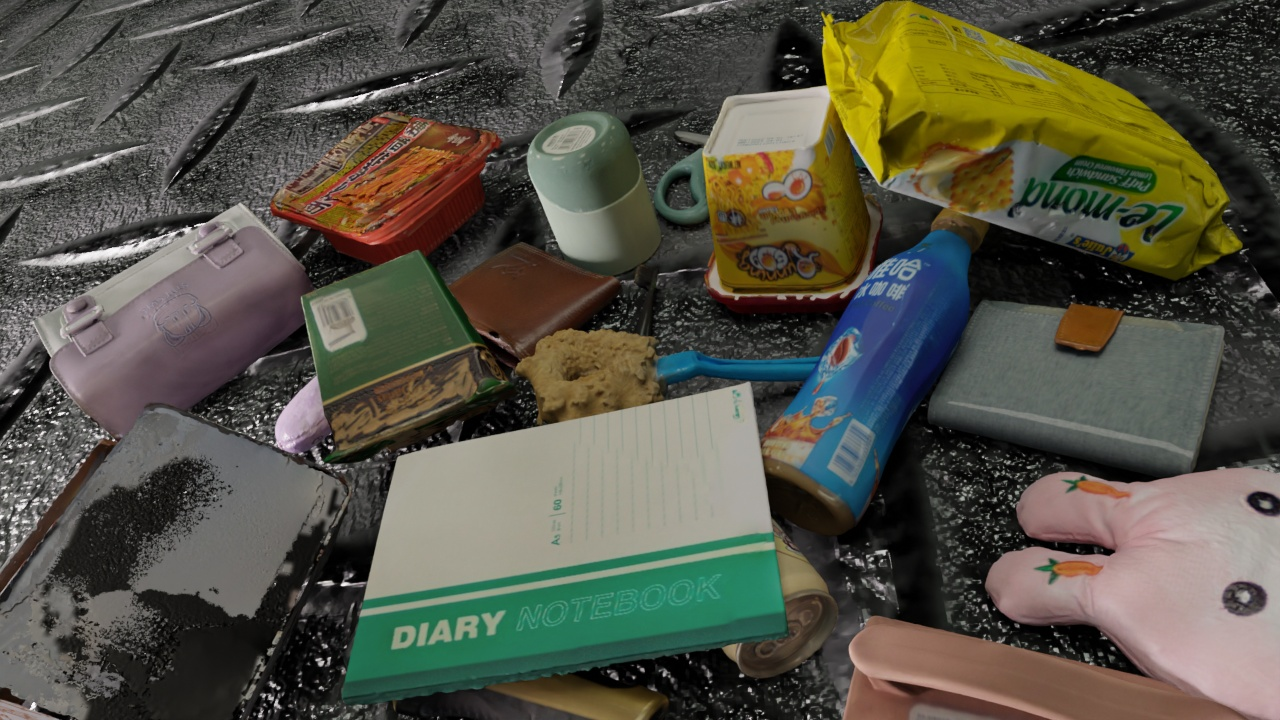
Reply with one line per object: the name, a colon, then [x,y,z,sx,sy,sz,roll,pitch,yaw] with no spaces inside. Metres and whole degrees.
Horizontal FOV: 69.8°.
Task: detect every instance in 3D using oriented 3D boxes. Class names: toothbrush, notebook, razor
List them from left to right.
razor: [-0.066,0.155,0.457,0.168,0.062,0.067,8,78,23]
notebook: [-0.039,0.087,0.460,0.209,0.012,0.150,-12,42,10]
toothbrush: [-0.004,0.004,0.615,0.027,0.026,0.212,21,43,-13]

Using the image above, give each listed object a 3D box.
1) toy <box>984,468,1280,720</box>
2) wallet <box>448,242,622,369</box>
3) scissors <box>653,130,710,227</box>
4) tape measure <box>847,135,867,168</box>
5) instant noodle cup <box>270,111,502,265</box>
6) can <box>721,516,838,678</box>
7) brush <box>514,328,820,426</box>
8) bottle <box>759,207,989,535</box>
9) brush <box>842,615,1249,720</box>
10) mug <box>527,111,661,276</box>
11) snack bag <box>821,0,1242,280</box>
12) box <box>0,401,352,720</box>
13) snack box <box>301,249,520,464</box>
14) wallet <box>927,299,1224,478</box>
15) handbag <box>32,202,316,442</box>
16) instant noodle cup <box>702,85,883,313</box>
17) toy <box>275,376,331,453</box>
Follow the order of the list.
toy: [0.237,0.094,0.399,0.160,0.054,0.121,5,45,38]
wallet: [-0.088,-0.046,0.702,0.125,0.032,0.101,26,56,40]
scissors: [0.092,-0.170,0.773,0.181,0.019,0.169,-4,42,20]
tape measure: [0.190,-0.173,0.728,0.054,0.025,0.058,22,52,41]
instant noodle cup: [-0.222,-0.152,0.836,0.189,0.079,0.164,19,54,38]
can: [0.045,0.098,0.467,0.058,0.058,0.116,-29,41,-9]
brush: [0.050,0.007,0.562,0.254,0.046,0.083,-5,39,-3]
bottle: [0.138,-0.006,0.517,0.065,0.065,0.218,18,61,36]
brush: [0.156,0.143,0.361,0.146,0.073,0.063,6,46,25]
mug: [-0.044,-0.137,0.724,0.082,0.106,0.112,-36,42,-16]
snack bag: [0.231,-0.142,0.561,0.246,0.068,0.157,13,39,-16]
box: [-0.282,0.154,0.531,0.157,0.198,0.180,24,44,-12]
snack box: [-0.154,-0.004,0.587,0.118,0.105,0.117,-24,-3,-6]
wallet: [0.239,0.007,0.503,0.130,0.037,0.106,13,52,33]
handbag: [-0.382,-0.035,0.768,0.196,0.098,0.145,-39,49,-19]
instant noodle cup: [0.097,-0.109,0.621,0.116,0.124,0.115,1,45,23]
toy: [-0.226,0.025,0.675,0.084,0.039,0.107,1,45,54]
